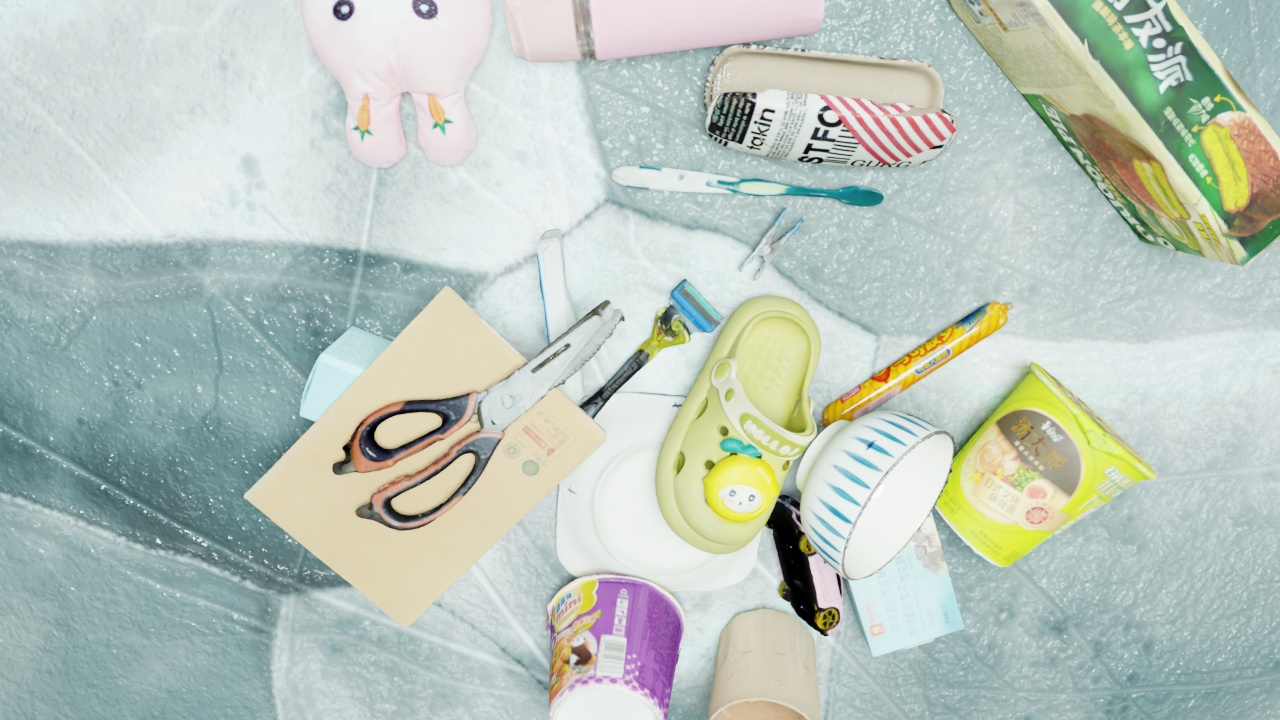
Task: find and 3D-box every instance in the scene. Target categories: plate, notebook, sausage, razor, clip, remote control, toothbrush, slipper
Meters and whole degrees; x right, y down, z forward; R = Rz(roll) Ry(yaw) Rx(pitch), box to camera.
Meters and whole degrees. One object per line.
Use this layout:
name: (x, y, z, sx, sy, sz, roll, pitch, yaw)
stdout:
plate: (0.018, 0.108, 0.700, 0.163, 0.034, 0.164, 4, 106, -3)
notebook: (-0.146, 0.071, 0.621, 0.148, 0.008, 0.208, 44, 102, -12)
sausage: (0.203, 0.005, 0.679, 0.165, 0.021, 0.021, -34, 104, 8)
razor: (-0.004, 0.004, 0.673, 0.042, 0.022, 0.143, 45, 97, -7)
clip: (0.092, -0.082, 0.652, 0.038, 0.026, 0.058, 36, 111, 1)
remote control: (-0.057, -0.028, 0.651, 0.024, 0.049, 0.125, -6, 107, -2)
toothbrush: (0.075, -0.123, 0.645, 0.191, 0.018, 0.016, 5, 106, 0)
slipper: (0.076, 0.042, 0.636, 0.091, 0.082, 0.190, 23, 83, -11)

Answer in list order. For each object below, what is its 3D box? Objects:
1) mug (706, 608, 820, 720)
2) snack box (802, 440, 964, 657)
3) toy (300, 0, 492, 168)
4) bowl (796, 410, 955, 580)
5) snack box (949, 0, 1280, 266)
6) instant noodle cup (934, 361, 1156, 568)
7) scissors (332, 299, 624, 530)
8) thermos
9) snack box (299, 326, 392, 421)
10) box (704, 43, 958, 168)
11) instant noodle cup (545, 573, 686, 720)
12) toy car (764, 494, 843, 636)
mug: (0.097, 0.272, 0.707, 0.084, 0.103, 0.125, -2, 113, 11)
snack box: (0.184, 0.135, 0.700, 0.074, 0.051, 0.175, -19, 105, 3)
toy: (-0.155, -0.205, 0.599, 0.121, 0.054, 0.160, -3, 114, 0)
bowl: (0.148, 0.081, 0.613, 0.116, 0.066, 0.117, -29, 137, -31)
snack box: (0.305, -0.170, 0.582, 0.063, 0.114, 0.240, -44, 102, 9)
instant noodle cup: (0.280, 0.083, 0.664, 0.111, 0.111, 0.124, 37, 109, -11)
scissors: (-0.108, 0.024, 0.594, 0.185, 0.015, 0.209, 14, 106, -4)
thermos: (0.012, -0.240, 0.588, 0.198, 0.067, 0.087, -6, 74, 2)
snack box: (-0.144, 0.037, 0.655, 0.175, 0.074, 0.052, 23, 104, -7)
box: (0.124, -0.174, 0.612, 0.163, 0.076, 0.087, 2, 67, -2)
instant noodle cup: (-0.022, 0.235, 0.690, 0.111, 0.099, 0.112, 2, 123, 3)
toy car: (0.128, 0.155, 0.701, 0.037, 0.056, 0.122, -26, 115, -21)
